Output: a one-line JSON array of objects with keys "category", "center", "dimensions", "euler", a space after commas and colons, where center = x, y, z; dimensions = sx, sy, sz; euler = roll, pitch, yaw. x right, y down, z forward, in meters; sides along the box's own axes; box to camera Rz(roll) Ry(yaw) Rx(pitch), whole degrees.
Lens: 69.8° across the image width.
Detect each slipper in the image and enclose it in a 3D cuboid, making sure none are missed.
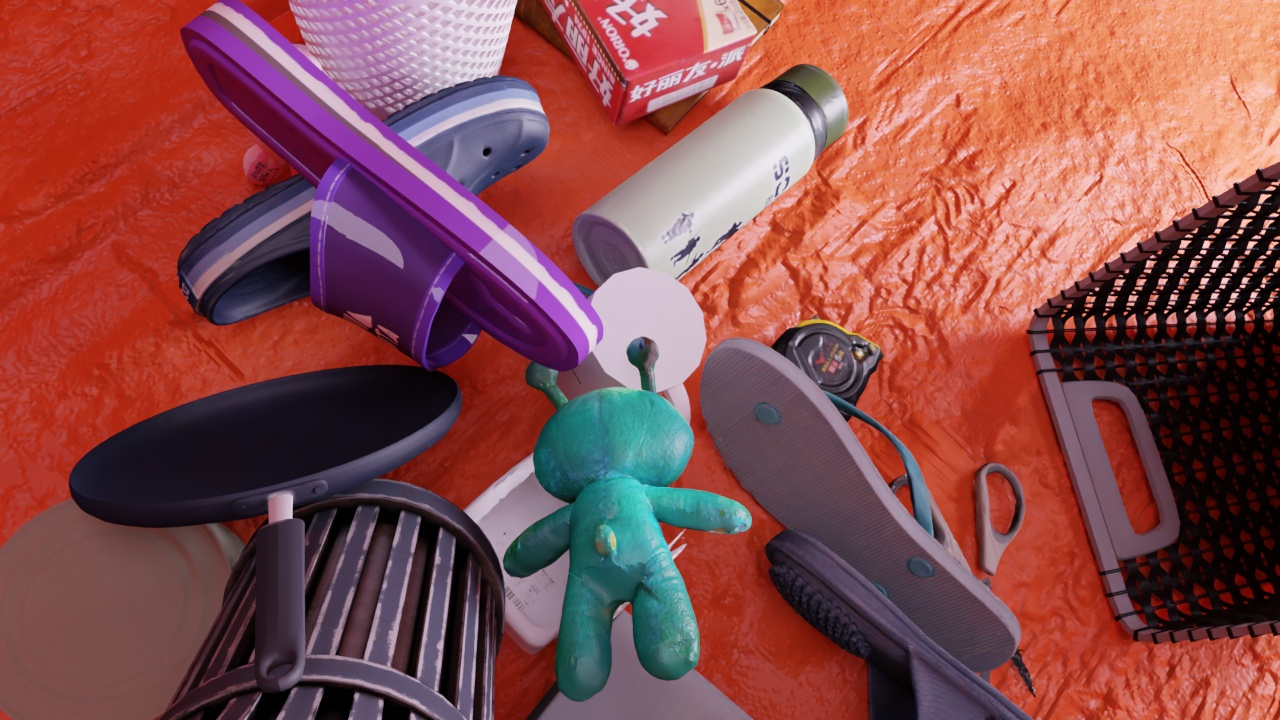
[{"category": "slipper", "center": [-0.162, -0.087, 0.588], "dimensions": [0.252, 0.105, 0.095], "euler": [-33, 83, -16]}, {"category": "slipper", "center": [0.138, 0.090, 0.598], "dimensions": [0.269, 0.098, 0.054], "euler": [49, 45, 0]}, {"category": "slipper", "center": [0.161, 0.216, 0.549], "dimensions": [0.263, 0.101, 0.082], "euler": [43, 76, 12]}, {"category": "slipper", "center": [-0.149, -0.065, 0.477], "dimensions": [0.266, 0.107, 0.083], "euler": [41, 71, 1]}]

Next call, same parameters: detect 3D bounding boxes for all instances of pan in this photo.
[{"category": "pan", "center": [-0.168, 0.059, 0.427], "dimensions": [0.198, 0.356, 0.021], "euler": [-13, 107, -18]}]

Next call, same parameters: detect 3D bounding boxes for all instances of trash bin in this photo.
[{"category": "trash bin", "center": [0.014, 0.280, 0.493], "dimensions": [0.220, 0.098, 0.191], "euler": [39, 68, 6]}, {"category": "trash bin", "center": [-0.126, 0.156, 0.380], "dimensions": [0.164, 0.227, 0.164], "euler": [-2, 107, -7]}, {"category": "trash bin", "center": [-0.154, -0.256, 0.593], "dimensions": [0.195, 0.200, 0.195], "euler": [3, 70, -10]}]

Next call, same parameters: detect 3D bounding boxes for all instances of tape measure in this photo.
[{"category": "tape measure", "center": [0.124, 0.007, 0.640], "dimensions": [0.072, 0.042, 0.071], "euler": [33, 69, -3]}]

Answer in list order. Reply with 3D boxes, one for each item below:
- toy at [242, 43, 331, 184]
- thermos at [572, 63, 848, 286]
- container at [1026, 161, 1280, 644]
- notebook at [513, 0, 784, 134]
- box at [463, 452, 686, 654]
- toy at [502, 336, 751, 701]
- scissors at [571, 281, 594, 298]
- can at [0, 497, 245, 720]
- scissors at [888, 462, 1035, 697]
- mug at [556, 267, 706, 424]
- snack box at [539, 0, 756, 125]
[{"category": "toy", "center": [-0.228, -0.149, 0.594], "dimensions": [0.063, 0.110, 0.047], "euler": [12, 46, -8]}, {"category": "thermos", "center": [0.056, -0.133, 0.655], "dimensions": [0.082, 0.082, 0.230], "euler": [45, 64, 7]}, {"category": "container", "center": [0.457, 0.031, 0.589], "dimensions": [0.243, 0.246, 0.247], "euler": [-5, 72, -16]}, {"category": "notebook", "center": [-0.022, -0.315, 0.740], "dimensions": [0.249, 0.014, 0.178], "euler": [39, 69, 4]}, {"category": "box", "center": [-0.039, 0.110, 0.522], "dimensions": [0.108, 0.137, 0.128], "euler": [-39, 81, -18]}, {"category": "toy", "center": [-0.014, 0.069, 0.461], "dimensions": [0.131, 0.072, 0.193], "euler": [-14, 47, 8]}, {"category": "scissors", "center": [-0.063, -0.035, 0.630], "dimensions": [0.156, 0.019, 0.124], "euler": [4, 71, -11]}, {"category": "can", "center": [-0.278, 0.137, 0.498], "dimensions": [0.127, 0.073, 0.127], "euler": [3, 70, -10]}, {"category": "scissors", "center": [0.224, 0.140, 0.628], "dimensions": [0.162, 0.013, 0.158], "euler": [32, 69, 2]}, {"category": "mug", "center": [-0.003, 0.003, 0.576], "dimensions": [0.073, 0.090, 0.105], "euler": [-32, 91, -23]}, {"category": "snack box", "center": [-0.023, -0.303, 0.694], "dimensions": [0.113, 0.060, 0.236], "euler": [-26, 77, -16]}]
